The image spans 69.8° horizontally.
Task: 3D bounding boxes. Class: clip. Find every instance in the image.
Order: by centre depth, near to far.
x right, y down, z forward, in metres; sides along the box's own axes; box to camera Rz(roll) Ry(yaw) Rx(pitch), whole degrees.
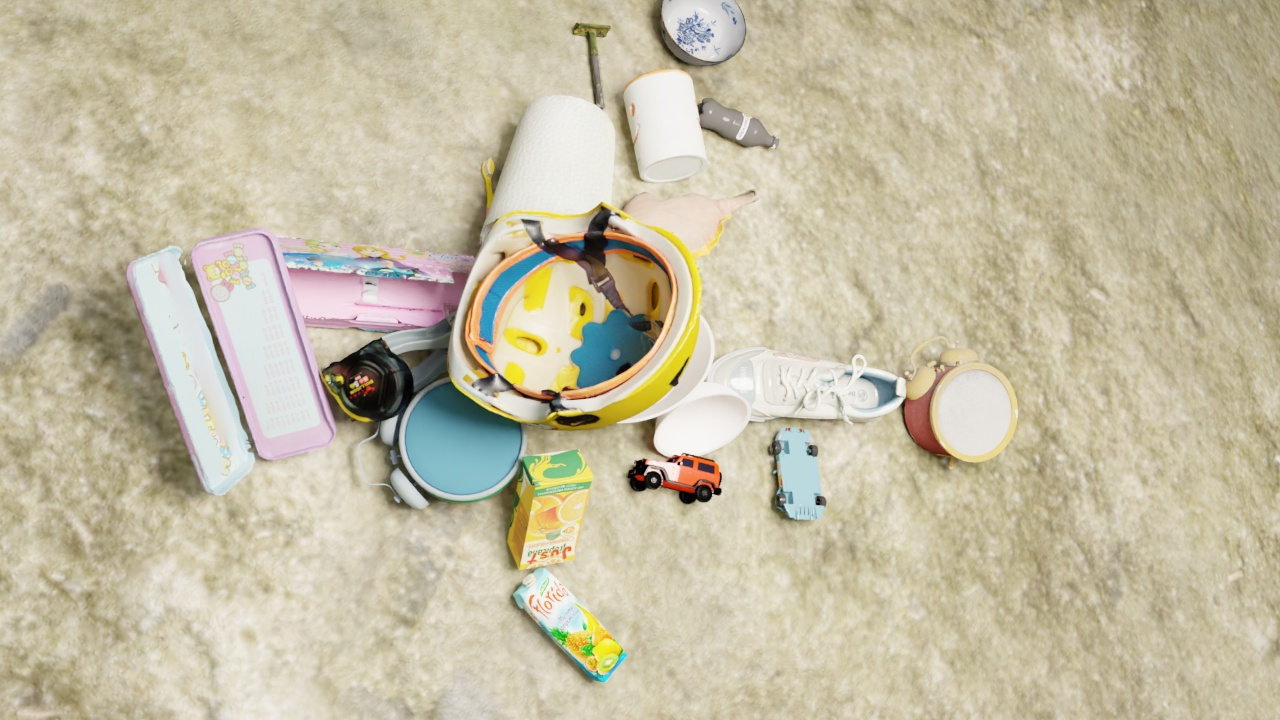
[{"bbox_3d":[-0.207,-0.002,0.912,0.162,0.090,0.027,-29,46,-3],"label":"clip"}]

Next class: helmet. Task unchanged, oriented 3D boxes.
[{"bbox_3d":[-0.044,-0.024,0.845,0.240,0.139,0.208,4,69,20],"label":"helmet"}]

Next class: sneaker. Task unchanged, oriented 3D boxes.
[{"bbox_3d":[0.193,0.026,1.048,0.242,0.091,0.089,6,75,-19],"label":"sneaker"}]

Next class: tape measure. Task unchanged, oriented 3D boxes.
[{"bbox_3d":[-0.248,0.022,0.849,0.071,0.042,0.072,-29,86,5],"label":"tape measure"}]

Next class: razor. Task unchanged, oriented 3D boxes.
[{"bbox_3d":[-0.053,-0.348,1.088,0.042,0.026,0.106,-3,82,-24],"label":"razor"}]

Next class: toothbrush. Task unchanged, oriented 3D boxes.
[{"bbox_3d":[-0.161,-0.157,0.997,0.021,0.016,0.135,1,76,-29],"label":"toothbrush"}]

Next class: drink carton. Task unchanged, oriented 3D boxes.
[{"bbox_3d":[-0.090,0.148,0.893,0.058,0.123,0.041,-5,39,-26],"label":"drink carton"},{"bbox_3d":[-0.071,0.262,0.911,0.129,0.039,0.044,47,65,-5],"label":"drink carton"}]

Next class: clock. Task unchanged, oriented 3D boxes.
[{"bbox_3d":[-0.192,0.082,0.897,0.161,0.075,0.122,-13,82,-11],"label":"clock"},{"bbox_3d":[0.376,0.047,1.118,0.117,0.081,0.159,-30,98,-14],"label":"clock"}]

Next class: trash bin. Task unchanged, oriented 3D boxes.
[{"bbox_3d":[-0.089,-0.184,0.974,0.133,0.134,0.161,16,64,-17],"label":"trash bin"}]

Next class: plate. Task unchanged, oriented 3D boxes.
[{"bbox_3d":[-0.006,0.006,0.976,0.174,0.036,0.173,-7,50,8],"label":"plate"}]

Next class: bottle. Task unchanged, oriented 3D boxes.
[{"bbox_3d":[0.120,-0.287,1.130,0.110,0.036,0.036,20,70,-16],"label":"bottle"}]

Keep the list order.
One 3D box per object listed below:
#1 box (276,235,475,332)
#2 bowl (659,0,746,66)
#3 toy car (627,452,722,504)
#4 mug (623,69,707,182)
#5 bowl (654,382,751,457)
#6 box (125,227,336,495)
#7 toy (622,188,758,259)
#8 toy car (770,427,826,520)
[{"bbox_3d":[-0.255,-0.080,0.899,0.230,0.091,0.084,4,74,-20],"label":"box"},{"bbox_3d":[0.070,-0.409,1.137,0.114,0.045,0.114,5,75,-20],"label":"bowl"},{"bbox_3d":[0.039,0.123,0.984,0.100,0.051,0.048,16,74,-17],"label":"toy car"},{"bbox_3d":[0.029,-0.271,1.065,0.082,0.082,0.105,-7,80,-23],"label":"mug"},{"bbox_3d":[0.061,0.056,0.993,0.109,0.110,0.040,-4,49,-22],"label":"bowl"},{"bbox_3d":[-0.360,-0.001,0.809,0.139,0.062,0.214,-28,115,-43],"label":"box"},{"bbox_3d":[0.020,-0.088,0.980,0.196,0.065,0.263,-3,52,18],"label":"toy"},{"bbox_3d":[0.176,0.132,1.049,0.060,0.028,0.107,6,64,-20],"label":"toy car"}]
